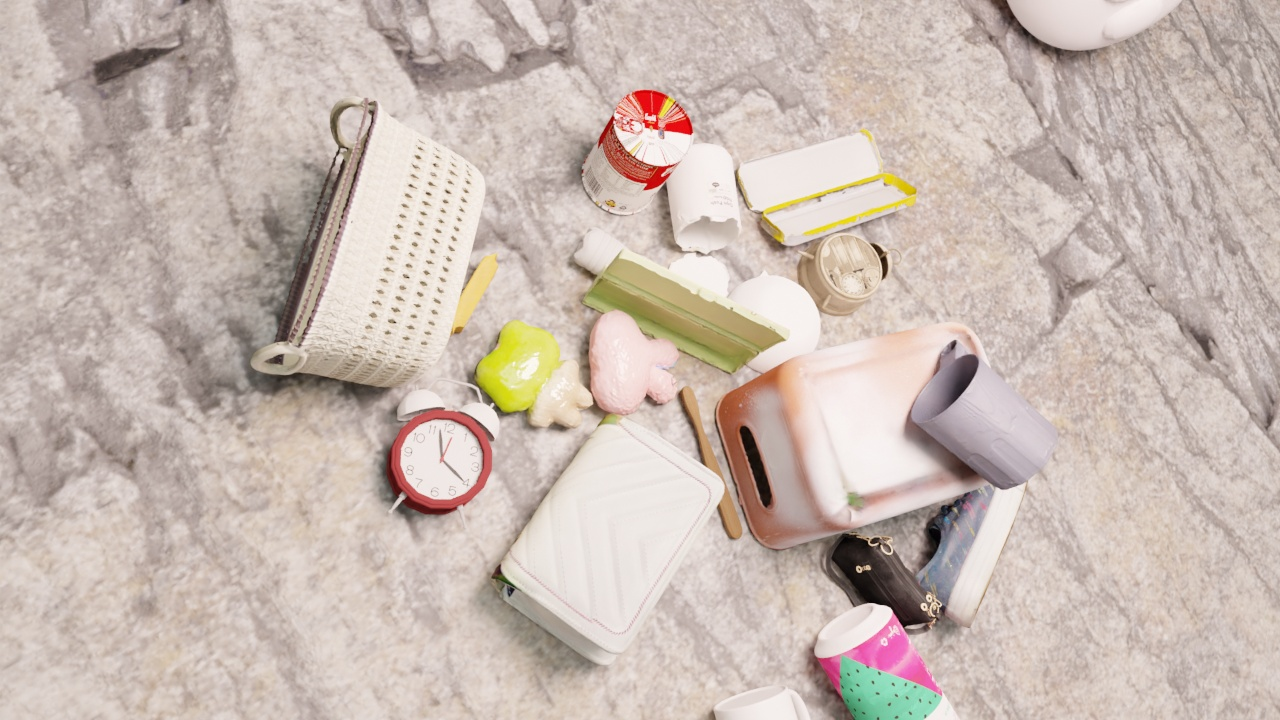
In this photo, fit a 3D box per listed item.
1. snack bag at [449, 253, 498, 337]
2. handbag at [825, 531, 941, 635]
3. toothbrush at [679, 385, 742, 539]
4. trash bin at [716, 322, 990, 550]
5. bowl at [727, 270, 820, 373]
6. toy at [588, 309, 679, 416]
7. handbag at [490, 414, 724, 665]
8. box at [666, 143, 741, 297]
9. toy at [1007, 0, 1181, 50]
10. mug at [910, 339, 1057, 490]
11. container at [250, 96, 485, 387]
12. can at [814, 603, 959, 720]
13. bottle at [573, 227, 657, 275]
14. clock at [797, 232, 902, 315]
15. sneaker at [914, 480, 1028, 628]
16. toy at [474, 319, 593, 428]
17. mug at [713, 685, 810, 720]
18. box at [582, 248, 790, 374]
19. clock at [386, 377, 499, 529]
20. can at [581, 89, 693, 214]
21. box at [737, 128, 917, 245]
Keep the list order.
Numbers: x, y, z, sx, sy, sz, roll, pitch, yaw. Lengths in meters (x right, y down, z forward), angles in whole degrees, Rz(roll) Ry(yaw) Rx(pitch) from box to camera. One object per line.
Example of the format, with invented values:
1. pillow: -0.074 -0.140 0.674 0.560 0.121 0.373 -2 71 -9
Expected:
1. snack bag: -0.168 -0.066 0.916 0.020 0.026 0.099 29 67 -10
2. handbag: 0.254 0.230 0.948 0.054 0.079 0.128 -39 91 -28
3. toothbrush: 0.072 0.106 0.958 0.016 0.016 0.166 -16 81 -24
4. trash bin: 0.235 0.075 0.948 0.259 0.158 0.181 -12 78 -22
5. bowl: 0.152 -0.045 1.013 0.114 0.051 0.114 6 71 -18
6. toy: -0.006 0.005 0.942 0.105 0.053 0.108 10 70 -29
7. handbag: -0.031 0.165 0.859 0.142 0.096 0.198 34 65 8
8. box: 0.072 -0.148 1.004 0.084 0.095 0.165 5 63 -22
9. toy: 0.606 -0.567 1.236 0.266 0.263 0.280 -24 57 15
10. mug: 0.325 0.047 0.867 0.104 0.084 0.123 39 37 -6
11. container: -0.239 -0.093 0.821 0.143 0.185 0.251 20 68 -26
12. can: 0.249 0.331 0.909 0.088 0.088 0.166 -29 85 -26
13. bottle: -0.004 -0.090 0.973 0.136 0.044 0.044 31 66 -9
14. clock: 0.251 -0.109 1.068 0.140 0.055 0.093 -18 80 -22
15. sneaker: 0.369 0.181 1.020 0.079 0.087 0.234 21 58 25
16. toy: -0.100 0.020 0.905 0.118 0.043 0.092 35 66 -9
17. mug: 0.129 0.360 0.873 0.110 0.074 0.090 -4 73 -48
18. box: 0.044 -0.049 0.928 0.187 0.139 0.030 24 66 -10
19. clock: -0.184 0.083 0.851 0.096 0.048 0.137 15 70 -15
20. can: -0.006 -0.218 0.973 0.086 0.117 0.086 6 71 -19
21. box: 0.223 -0.207 1.096 0.209 0.046 0.128 -20 68 -23
